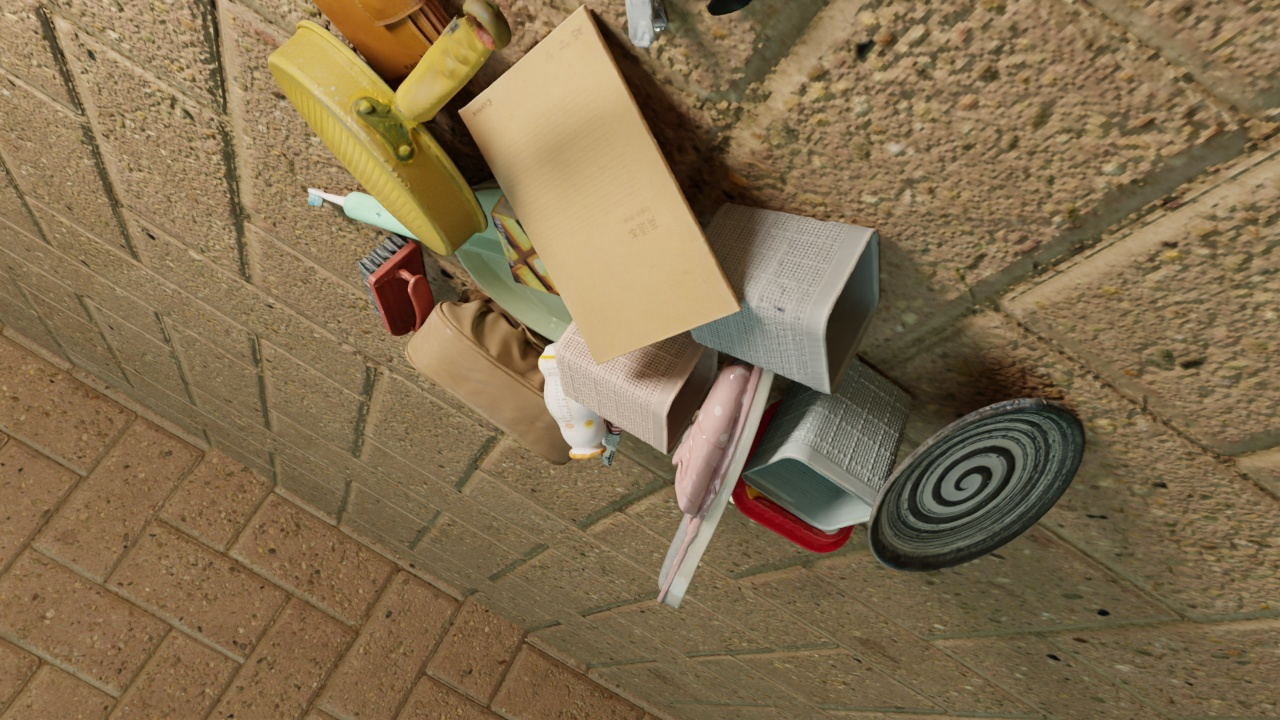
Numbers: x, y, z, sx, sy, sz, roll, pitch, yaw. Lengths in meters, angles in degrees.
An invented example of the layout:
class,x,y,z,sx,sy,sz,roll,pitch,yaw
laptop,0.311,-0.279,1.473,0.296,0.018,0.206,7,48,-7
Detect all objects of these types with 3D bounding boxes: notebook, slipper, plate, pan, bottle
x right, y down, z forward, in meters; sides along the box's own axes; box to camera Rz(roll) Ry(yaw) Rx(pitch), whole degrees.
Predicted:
class,x,y,z,sx,sy,sz,roll,pitch,yaw
notebook,-0.032,-0.108,0.624,0.150,0.012,0.211,-20,101,48
slipper,0.057,0.077,0.744,0.054,0.114,0.275,21,110,8
plate,-0.064,-0.077,0.805,0.230,0.027,0.231,24,153,12
pan,-0.158,-0.167,0.623,0.197,0.078,0.358,48,169,-17
bottle,-0.057,0.035,0.851,0.063,0.063,0.108,1,104,44
plate,0.248,0.092,0.690,0.179,0.179,0.024,57,-174,-43

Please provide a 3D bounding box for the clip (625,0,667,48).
class,x,y,z,sx,sy,sz,roll,pitch,yaw
clip,0.000,-0.206,0.519,0.024,0.028,0.057,15,141,24

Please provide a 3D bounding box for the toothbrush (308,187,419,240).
class,x,y,z,sx,sy,sz,roll,pitch,yaw
toothbrush,-0.250,-0.139,0.855,0.225,0.027,0.026,21,-165,38

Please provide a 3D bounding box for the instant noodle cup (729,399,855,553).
class,x,y,z,sx,sy,sz,roll,pitch,yaw
instant noodle cup,0.141,0.110,0.850,0.116,0.116,0.124,29,165,0

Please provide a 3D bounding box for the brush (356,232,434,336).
class,x,y,z,sx,sy,sz,roll,pitch,yaw
brush,-0.248,-0.065,0.967,0.069,0.063,0.146,39,157,11

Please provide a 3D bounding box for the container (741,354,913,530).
class,x,y,z,sx,sy,sz,roll,pitch,yaw
container,0.154,0.063,0.741,0.090,0.111,0.090,34,153,-9

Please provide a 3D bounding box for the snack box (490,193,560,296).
class,x,y,z,sx,sy,sz,roll,pitch,yaw
snack box,-0.043,-0.079,0.715,0.140,0.033,0.087,17,151,18

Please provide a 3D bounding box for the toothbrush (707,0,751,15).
class,x,y,z,sx,sy,sz,roll,pitch,yaw
toothbrush,0.100,-0.207,0.431,0.014,0.017,0.190,42,148,-27

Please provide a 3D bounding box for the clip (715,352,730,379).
class,x,y,z,sx,sy,sz,roll,pitch,yaw
clip,0.067,0.007,0.817,0.098,0.035,0.100,17,147,19

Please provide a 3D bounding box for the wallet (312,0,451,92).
class,x,y,z,sx,sy,sz,roll,pitch,yaw
wallet,-0.176,-0.245,0.617,0.119,0.035,0.130,8,148,47

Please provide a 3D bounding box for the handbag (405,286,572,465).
class,x,y,z,sx,sy,sz,roll,pitch,yaw
handbag,-0.129,0.010,0.929,0.204,0.100,0.147,38,-168,-20

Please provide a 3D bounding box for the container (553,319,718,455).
class,x,y,z,sx,sy,sz,roll,pitch,yaw
container,-0.004,0.004,0.761,0.111,0.090,0.090,26,154,16

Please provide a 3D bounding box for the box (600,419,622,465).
class,x,y,z,sx,sy,sz,roll,pitch,yaw
box,0.002,0.059,0.917,0.075,0.085,0.162,32,157,4

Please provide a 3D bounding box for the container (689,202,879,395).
class,x,y,z,sx,sy,sz,roll,pitch,yaw
container,0.094,-0.047,0.634,0.114,0.090,0.090,19,152,26

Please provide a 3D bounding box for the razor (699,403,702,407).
class,x,y,z,sx,sy,sz,roll,pitch,yaw
razor,0.059,0.058,0.908,0.043,0.022,0.143,14,163,15
